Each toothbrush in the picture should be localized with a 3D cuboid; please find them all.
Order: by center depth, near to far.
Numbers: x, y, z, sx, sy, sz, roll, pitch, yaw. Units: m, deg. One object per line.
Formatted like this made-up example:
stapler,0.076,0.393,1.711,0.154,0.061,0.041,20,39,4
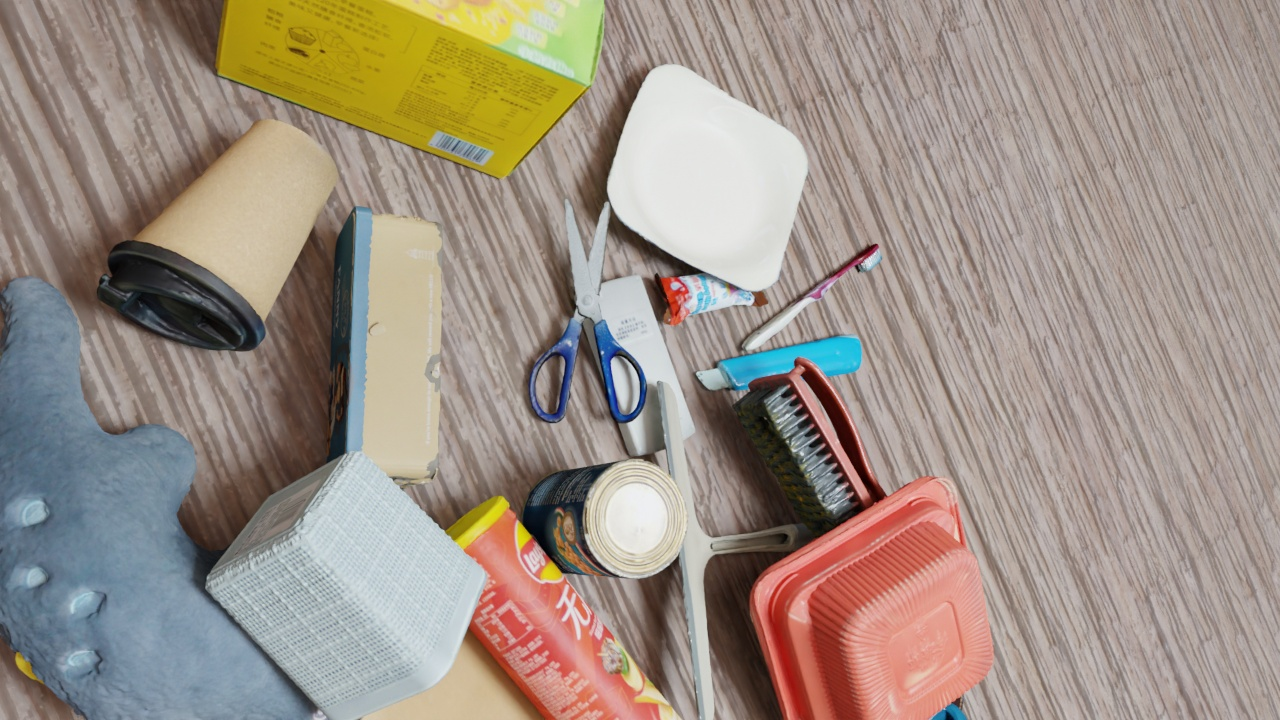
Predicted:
toothbrush,0.153,-0.054,0.798,0.187,0.016,0.017,-36,107,-29

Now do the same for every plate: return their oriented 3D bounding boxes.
plate,0.052,-0.144,0.746,0.163,0.034,0.164,26,67,-17

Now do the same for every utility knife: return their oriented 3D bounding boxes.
utility knife,0.119,0.004,0.767,0.166,0.018,0.034,-9,77,-27

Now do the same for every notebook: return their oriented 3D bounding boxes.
notebook,-0.081,0.262,0.583,0.211,0.012,0.149,44,40,-14

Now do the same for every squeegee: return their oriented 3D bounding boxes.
squeegee,0.118,0.140,0.728,0.246,0.039,0.246,1,76,-34

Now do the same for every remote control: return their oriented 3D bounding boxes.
remote control,-0.004,0.004,0.700,0.056,0.019,0.135,-20,90,-30

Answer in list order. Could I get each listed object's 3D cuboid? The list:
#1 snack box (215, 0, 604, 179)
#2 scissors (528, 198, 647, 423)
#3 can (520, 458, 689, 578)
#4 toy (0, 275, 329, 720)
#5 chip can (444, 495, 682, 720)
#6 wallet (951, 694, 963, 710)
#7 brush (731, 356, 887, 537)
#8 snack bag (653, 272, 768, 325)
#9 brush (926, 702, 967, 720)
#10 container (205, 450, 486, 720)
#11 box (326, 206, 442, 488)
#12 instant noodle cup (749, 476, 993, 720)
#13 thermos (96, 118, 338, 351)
snack box,-0.149,-0.207,0.585,0.210,0.158,0.070,17,71,-24
scissors,-0.031,-0.031,0.674,0.146,0.012,0.169,33,82,-4
can,-0.026,0.107,0.616,0.075,0.111,0.075,6,78,-27
toy,-0.271,0.120,0.505,0.356,0.092,0.137,55,34,-10
chip can,-0.052,0.191,0.598,0.073,0.073,0.216,-41,95,-28
wallet,0.221,0.246,0.773,0.122,0.020,0.096,14,69,-24
brush,0.138,0.072,0.698,0.069,0.063,0.146,-35,98,-23
snack bag,0.055,-0.055,0.739,0.105,0.026,0.045,-14,73,-32
brush,0.207,0.326,0.711,0.143,0.074,0.055,-42,111,-17
container,-0.161,0.121,0.505,0.111,0.090,0.090,53,23,-20
box,-0.163,-0.010,0.581,0.059,0.090,0.184,2,77,-27
instant noodle cup,0.182,0.190,0.661,0.188,0.079,0.164,-27,114,-18
thermos,-0.245,-0.075,0.553,0.093,0.093,0.143,33,59,-19
